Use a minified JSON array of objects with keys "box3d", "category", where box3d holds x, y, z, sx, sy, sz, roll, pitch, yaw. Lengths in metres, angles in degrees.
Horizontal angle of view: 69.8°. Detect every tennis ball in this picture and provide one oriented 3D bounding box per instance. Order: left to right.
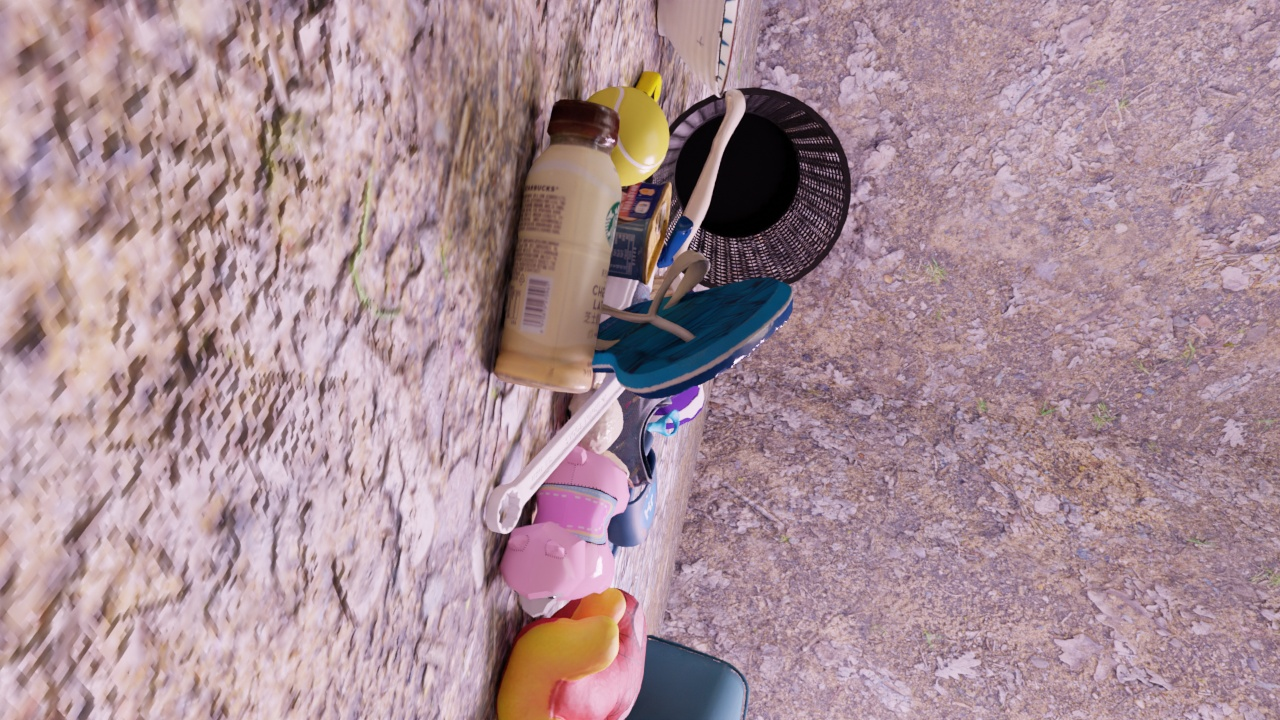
[{"box3d":[-0.013,-0.150,0.616,0.065,0.065,0.065,11,88,-83],"category":"tennis ball"}]

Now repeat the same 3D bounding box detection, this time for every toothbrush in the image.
[{"box3d":[0.027,-0.102,0.791,0.190,0.016,0.017,144,-69,-86],"category":"toothbrush"}]

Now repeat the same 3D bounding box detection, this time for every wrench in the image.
[{"box3d":[-0.037,0.038,0.668,0.272,0.009,0.047,-48,139,-53],"category":"wrench"}]

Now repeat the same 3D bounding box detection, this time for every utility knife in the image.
[{"box3d":[-0.006,-0.207,0.794,0.173,0.020,0.029,-71,166,-49],"category":"utility knife"}]

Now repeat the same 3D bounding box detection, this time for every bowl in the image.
[{"box3d":[0.057,-0.349,0.886,0.177,0.071,0.177,11,89,-83],"category":"bowl"}]

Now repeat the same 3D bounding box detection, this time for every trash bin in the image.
[{"box3d":[-0.023,0.401,0.852,0.218,0.197,0.199,-59,158,-54],"category":"trash bin"},{"box3d":[0.119,-0.210,1.087,0.243,0.217,0.217,-80,177,-73],"category":"trash bin"}]

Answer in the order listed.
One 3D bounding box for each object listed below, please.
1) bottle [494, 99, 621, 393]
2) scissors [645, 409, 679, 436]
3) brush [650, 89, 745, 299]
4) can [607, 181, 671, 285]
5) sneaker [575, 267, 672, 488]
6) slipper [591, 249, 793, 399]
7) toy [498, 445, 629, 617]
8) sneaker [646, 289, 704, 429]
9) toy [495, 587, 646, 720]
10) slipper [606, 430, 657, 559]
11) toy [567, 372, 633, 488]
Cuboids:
[{"box3d":[-0.044,-0.064,0.526,0.056,0.056,0.162,4,95,-83],"category":"bottle"},{"box3d":[0.000,0.071,1.035,0.127,0.014,0.133,-30,110,-43],"category":"scissors"},{"box3d":[0.057,-0.144,0.919,0.062,0.077,0.272,5,-101,66],"category":"brush"},{"box3d":[-0.013,-0.103,0.708,0.099,0.059,0.054,-70,168,-54],"category":"can"},{"box3d":[-0.005,0.005,0.838,0.087,0.079,0.235,41,59,-81],"category":"sneaker"},{"box3d":[0.008,-0.032,0.604,0.060,0.118,0.295,63,-16,-10],"category":"slipper"},{"box3d":[-0.054,0.124,0.669,0.157,0.067,0.123,62,37,-72],"category":"toy"},{"box3d":[0.041,-0.014,1.165,0.243,0.092,0.111,-72,165,-58],"category":"sneaker"},{"box3d":[-0.049,0.250,0.742,0.216,0.099,0.147,49,61,-79],"category":"toy"},{"box3d":[-0.012,0.149,0.944,0.214,0.059,0.103,103,11,-50],"category":"slipper"},{"box3d":[-0.035,0.051,0.750,0.087,0.050,0.112,173,-87,-88],"category":"toy"}]
